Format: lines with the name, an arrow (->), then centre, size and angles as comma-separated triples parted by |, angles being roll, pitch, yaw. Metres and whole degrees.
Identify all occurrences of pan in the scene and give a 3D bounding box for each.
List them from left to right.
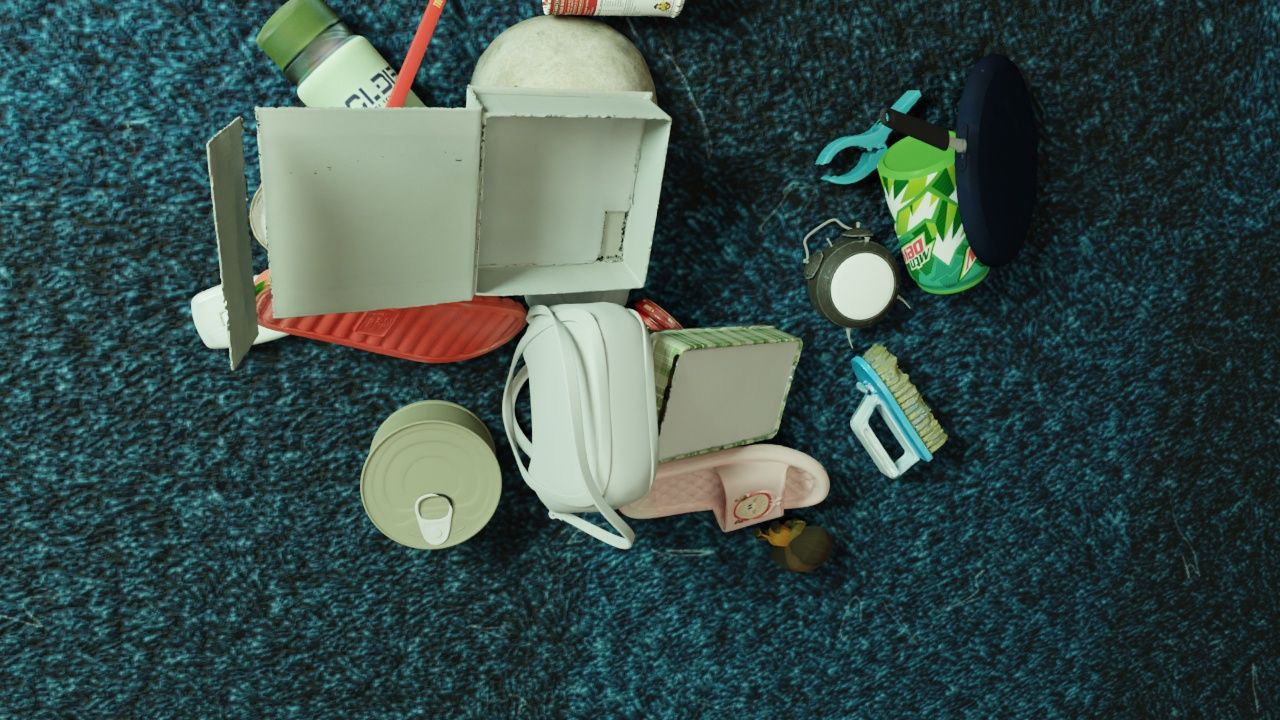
pan -> 0.294, -0.186, 0.813 | 0.355, 0.021, 0.199 | -3, 95, -50

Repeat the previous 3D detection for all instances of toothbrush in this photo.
toothbrush -> -0.189, -0.244, 0.761 | 0.012, 0.018, 0.212 | 27, 66, -30

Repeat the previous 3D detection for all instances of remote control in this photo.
remote control -> -0.345, -0.047, 0.834 | 0.114, 0.028, 0.060 | -16, 107, -7

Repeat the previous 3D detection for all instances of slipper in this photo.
slipper -> -0.220, -0.053, 0.818 | 0.248, 0.059, 0.104 | 7, 144, -34
slipper -> 0.084, 0.133, 0.937 | 0.221, 0.055, 0.107 | -4, 139, -3

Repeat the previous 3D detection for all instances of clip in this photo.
clip -> 0.228, -0.218, 0.905 | 0.119, 0.027, 0.102 | -26, 106, -4

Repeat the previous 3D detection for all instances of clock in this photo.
clock -> 0.215, -0.082, 0.928 | 0.091, 0.044, 0.123 | -35, 109, -1

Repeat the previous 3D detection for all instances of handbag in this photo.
handbag -> -0.076, 0.055, 0.818 | 0.095, 0.223, 0.215 | -2, 86, -34

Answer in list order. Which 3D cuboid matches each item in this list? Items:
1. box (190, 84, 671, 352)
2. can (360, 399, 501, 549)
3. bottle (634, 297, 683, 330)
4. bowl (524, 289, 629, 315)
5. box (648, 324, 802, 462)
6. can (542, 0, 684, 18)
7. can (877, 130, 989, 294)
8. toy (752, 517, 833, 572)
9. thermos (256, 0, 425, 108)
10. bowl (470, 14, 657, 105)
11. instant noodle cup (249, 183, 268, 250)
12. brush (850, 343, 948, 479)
box -> -0.149, -0.122, 0.720 | 0.367, 0.098, 0.166 | -9, 125, -27
can -> -0.199, 0.107, 0.881 | 0.127, 0.073, 0.128 | -3, 105, -11
bottle -> -0.005, 0.005, 0.878 | 0.099, 0.099, 0.111 | 44, 84, -18
bowl -> -0.058, -0.072, 0.879 | 0.106, 0.039, 0.106 | -3, 105, -11
box -> 0.070, 0.027, 0.870 | 0.205, 0.051, 0.118 | -7, 116, -47
can -> -0.024, -0.342, 0.788 | 0.116, 0.086, 0.087 | -3, 105, -10
can -> 0.289, -0.143, 0.893 | 0.083, 0.083, 0.144 | -30, 124, -2
toy -> 0.158, 0.193, 0.984 | 0.100, 0.062, 0.076 | 26, 135, -31
thermos -> -0.222, -0.208, 0.792 | 0.082, 0.082, 0.231 | -42, 109, 2
bowl -> -0.065, -0.218, 0.818 | 0.178, 0.081, 0.178 | -2, 105, -9
instant noodle cup -> -0.286, -0.127, 0.783 | 0.097, 0.108, 0.098 | -3, 105, -10
brush -> 0.257, 0.052, 0.967 | 0.075, 0.055, 0.136 | -38, 108, -5
